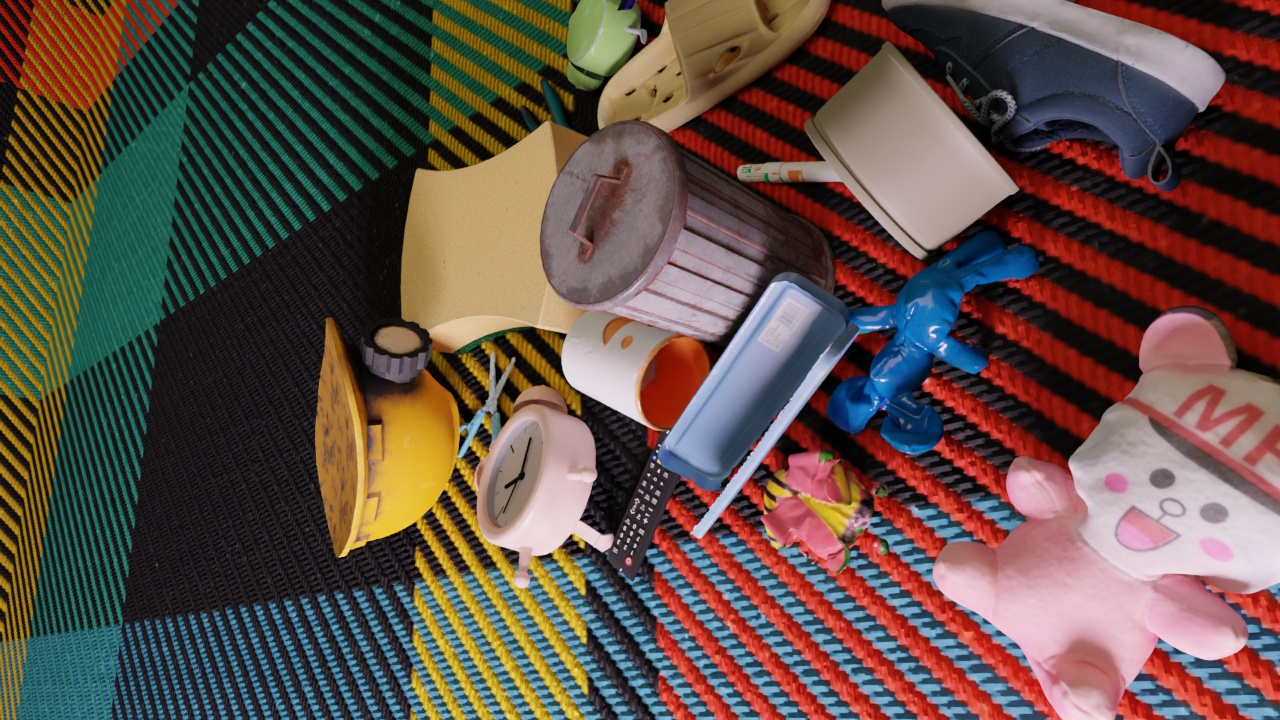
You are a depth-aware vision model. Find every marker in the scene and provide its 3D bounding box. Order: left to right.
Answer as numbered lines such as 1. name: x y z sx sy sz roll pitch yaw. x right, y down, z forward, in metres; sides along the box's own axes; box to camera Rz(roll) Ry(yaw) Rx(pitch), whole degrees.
1. marker: 0.137 -0.150 0.729 0.146 0.017 0.017 10 86 44

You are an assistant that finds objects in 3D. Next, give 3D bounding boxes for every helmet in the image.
1. helmet: -0.257 0.078 0.951 0.205 0.131 0.256 57 141 43

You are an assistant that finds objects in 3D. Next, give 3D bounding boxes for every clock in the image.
1. clock: -0.089 0.110 0.842 0.131 0.086 0.160 -58 38 15
2. clock: -0.041 -0.327 0.921 0.120 0.042 0.094 -27 56 53

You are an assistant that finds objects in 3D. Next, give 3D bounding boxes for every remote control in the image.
1. remote control: 0.011 0.116 0.777 0.033 0.015 0.147 30 100 44

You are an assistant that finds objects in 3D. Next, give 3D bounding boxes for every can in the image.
1. can: 0.177 -0.136 0.606 0.073 0.127 0.127 -42 53 23

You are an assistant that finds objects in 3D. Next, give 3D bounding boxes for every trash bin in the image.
1. trash bin: 0.034 -0.081 0.671 0.131 0.210 0.130 -14 69 41

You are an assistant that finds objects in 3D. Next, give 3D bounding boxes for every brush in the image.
1. brush: -0.141 -0.114 0.933 0.251 0.075 0.195 -5 79 43

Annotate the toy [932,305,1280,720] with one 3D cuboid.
1. toy: 0.270 0.088 0.490 0.213 0.084 0.142 -56 50 19

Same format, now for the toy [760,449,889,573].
1. toy: 0.125 0.106 0.654 0.104 0.046 0.084 -7 87 47

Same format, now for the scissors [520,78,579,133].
1. scissors: -0.094 -0.240 0.974 0.150 0.019 0.131 7 86 43

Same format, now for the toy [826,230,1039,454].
1. toy: 0.189 -0.009 0.608 0.176 0.071 0.112 -57 36 16

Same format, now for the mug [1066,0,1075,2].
1. mug: 0.255 -0.300 0.601 0.079 0.096 0.112 15 89 45

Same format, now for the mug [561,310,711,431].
1. mug: -0.005 0.005 0.776 0.105 0.082 0.082 23 95 45

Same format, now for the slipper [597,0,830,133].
1. slipper: 0.043 -0.283 0.816 0.262 0.079 0.111 -28 57 36

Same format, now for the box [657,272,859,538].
1. box: 0.074 0.041 0.653 0.211 0.072 0.078 -59 1 40

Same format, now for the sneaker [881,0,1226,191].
1. sneaker: 0.245 -0.184 0.592 0.235 0.089 0.087 40 111 38

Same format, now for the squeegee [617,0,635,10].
1. squeegee: 0.089 -0.384 0.804 0.185 0.055 0.248 -16 38 27

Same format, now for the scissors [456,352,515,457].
1. scissors: -0.165 0.059 0.966 0.120 0.015 0.138 -19 62 41
